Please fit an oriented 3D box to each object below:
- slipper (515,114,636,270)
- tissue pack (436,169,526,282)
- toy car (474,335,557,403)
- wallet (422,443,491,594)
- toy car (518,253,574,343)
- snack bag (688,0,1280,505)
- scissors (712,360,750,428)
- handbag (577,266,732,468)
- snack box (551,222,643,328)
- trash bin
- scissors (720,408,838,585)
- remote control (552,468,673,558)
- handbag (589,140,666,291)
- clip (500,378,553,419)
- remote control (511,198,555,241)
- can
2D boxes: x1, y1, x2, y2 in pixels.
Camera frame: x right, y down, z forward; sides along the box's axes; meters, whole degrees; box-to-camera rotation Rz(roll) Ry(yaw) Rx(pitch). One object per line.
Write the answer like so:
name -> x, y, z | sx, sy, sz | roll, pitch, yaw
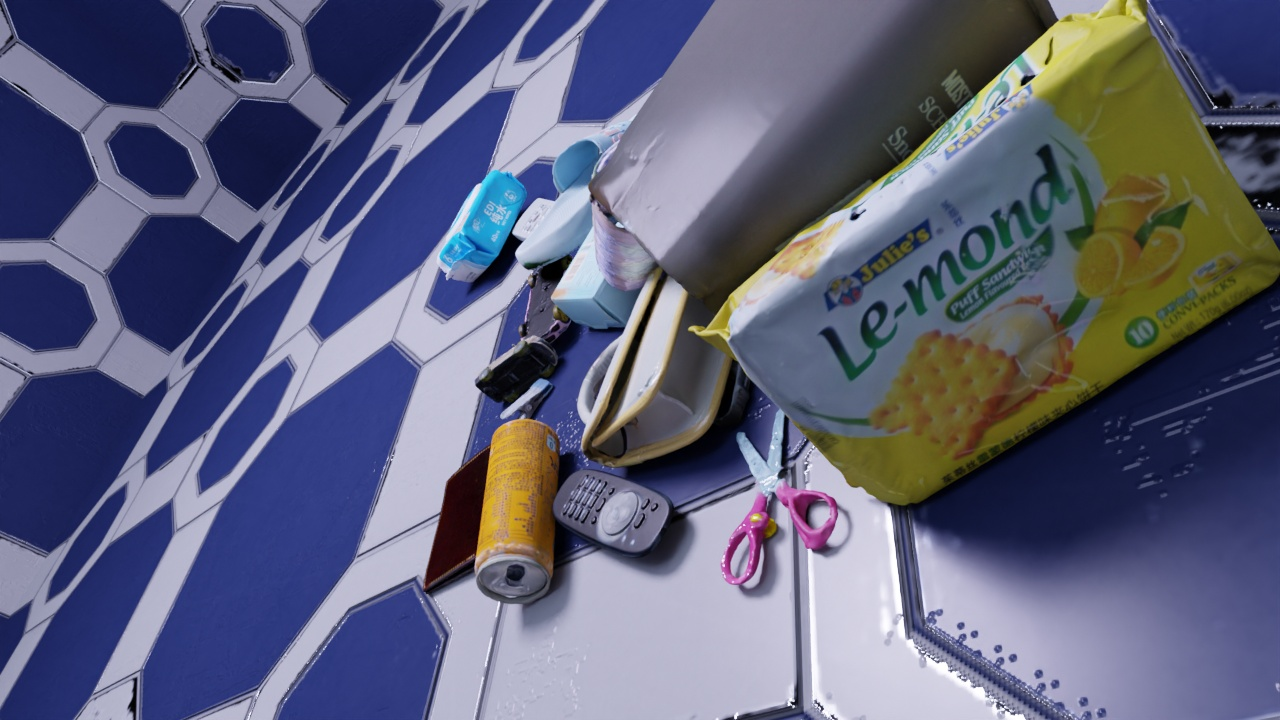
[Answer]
slipper -> -0.058, -0.192, 0.970 | 0.104, 0.074, 0.244 | -10, 38, 52
tissue pack -> -0.203, -0.170, 1.163 | 0.090, 0.063, 0.139 | -32, 32, 54
toy car -> -0.120, 0.006, 0.892 | 0.091, 0.042, 0.035 | -32, 33, 29
wallet -> -0.154, 0.139, 0.818 | 0.097, 0.020, 0.122 | -36, 34, 33
toy car -> -0.089, -0.059, 0.928 | 0.056, 0.037, 0.122 | -26, 39, 30
snack bag -> 0.165, -0.040, 0.446 | 0.247, 0.158, 0.068 | -38, 26, 19
scissors -> 0.089, -0.022, 0.669 | 0.173, 0.014, 0.159 | -54, 29, -9
handbag -> -0.004, 0.004, 0.716 | 0.179, 0.063, 0.163 | -30, 30, 46
snack box -> -0.009, -0.113, 0.865 | 0.074, 0.051, 0.174 | 5, 61, 54
trash bin -> 0.108, -0.122, 0.542 | 0.220, 0.199, 0.198 | -48, 41, 8
scissors -> 0.087, 0.075, 0.566 | 0.106, 0.017, 0.135 | -24, 35, 40
remote control -> -0.018, 0.110, 0.658 | 0.137, 0.024, 0.053 | 10, 63, 55
handbag -> 0.024, -0.124, 0.718 | 0.134, 0.075, 0.194 | -32, -8, -5
clip -> -0.107, 0.039, 0.862 | 0.056, 0.029, 0.024 | -50, 31, -13
remote control -> -0.109, -0.161, 1.085 | 0.058, 0.021, 0.150 | -54, 29, -5
can -> -0.095, 0.115, 0.722 | 0.058, 0.058, 0.145 | -35, 33, 25
